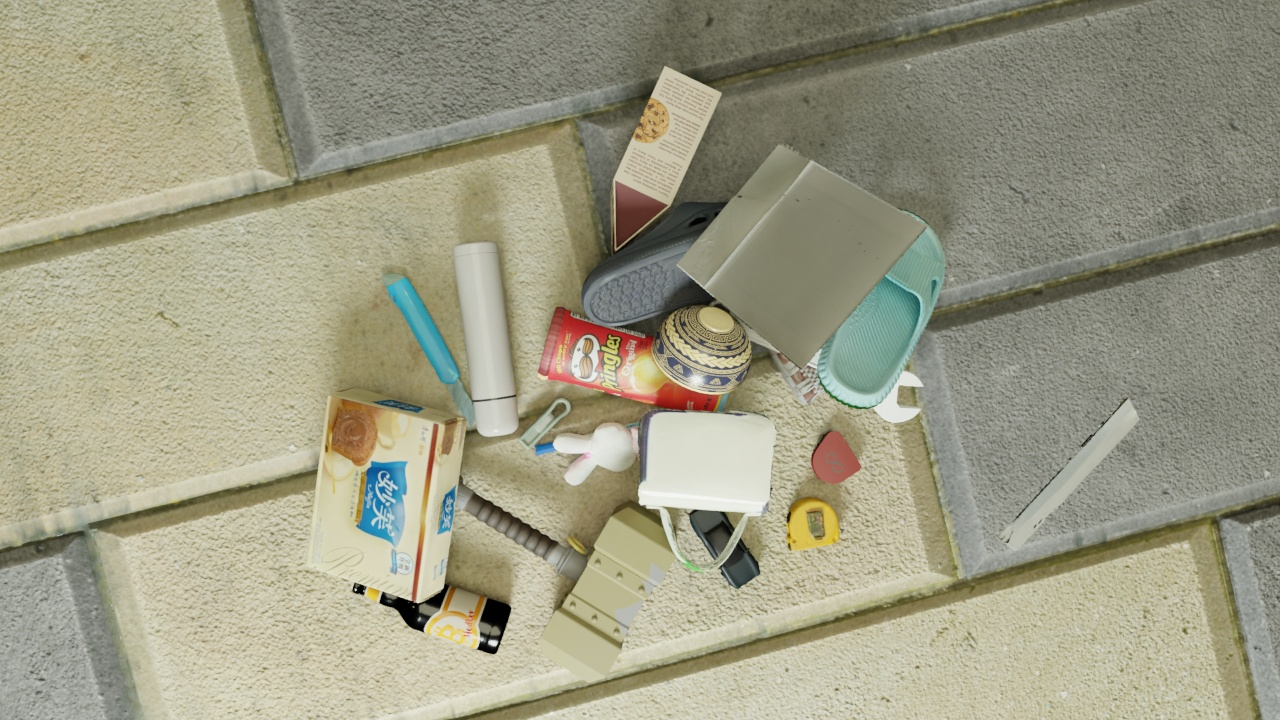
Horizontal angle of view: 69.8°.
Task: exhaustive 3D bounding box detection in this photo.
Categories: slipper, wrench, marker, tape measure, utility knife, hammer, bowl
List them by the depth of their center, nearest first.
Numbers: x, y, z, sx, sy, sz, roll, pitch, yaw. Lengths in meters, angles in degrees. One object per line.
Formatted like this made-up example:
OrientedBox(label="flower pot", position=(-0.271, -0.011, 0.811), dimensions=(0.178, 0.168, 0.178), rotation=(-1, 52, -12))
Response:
OrientedBox(label="bowl", position=(0.074, -0.024, 1.016), dimensions=(0.112, 0.112, 0.061), rotation=(17, 129, -4))
OrientedBox(label="slipper", position=(0.054, -0.121, 1.040), dimensions=(0.268, 0.111, 0.083), rotation=(-20, 50, -6))
OrientedBox(label="slipper", position=(0.283, -0.069, 1.048), dimensions=(0.116, 0.070, 0.275), rotation=(28, 66, 0))
OrientedBox(label="hammer", position=(-0.137, 0.202, 1.064), dimensions=(0.325, 0.100, 0.190), rotation=(30, 89, 4))
OrientedBox(label="wrench", position=(0.203, -0.005, 1.070), dimensions=(0.273, 0.018, 0.066), rotation=(25, 98, 2))
OrientedBox(label="utility knife", position=(-0.245, -0.014, 1.083), dimensions=(0.031, 0.015, 0.207), rotation=(-28, 89, -2))
OrientedBox(label="marker", position=(-0.057, 0.091, 1.101), dimensions=(0.142, 0.013, 0.013), rotation=(-14, 92, -4))
OrientedBox(label="tape measure", position=(0.209, 0.196, 1.111), dimensions=(0.068, 0.030, 0.059), rotation=(-8, 94, -4))
OrientedBox(label="tape measure", position=(0.232, 0.119, 1.116), dimensions=(0.051, 0.019, 0.059), rotation=(-32, 86, 0))

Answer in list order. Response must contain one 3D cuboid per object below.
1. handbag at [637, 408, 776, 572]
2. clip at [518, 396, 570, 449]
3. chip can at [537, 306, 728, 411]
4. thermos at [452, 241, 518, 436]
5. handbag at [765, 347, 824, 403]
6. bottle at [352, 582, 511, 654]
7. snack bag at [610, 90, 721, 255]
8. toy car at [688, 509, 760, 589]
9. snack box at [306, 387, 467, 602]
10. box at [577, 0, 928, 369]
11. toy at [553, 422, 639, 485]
OrientedBox(label="handbag", position=(0.071, 0.144, 1.015), dimensions=(0.151, 0.074, 0.176), rotation=(2, 81, 6))
OrientedBox(label="clip", position=(-0.113, 0.073, 1.088), dimensions=(0.076, 0.043, 0.023), rotation=(-45, 95, -2))
OrientedBox(label="chip can", position=(-0.006, 0.006, 1.065), dimensions=(0.213, 0.087, 0.087), rotation=(15, 90, -5))
OrientedBox(label="thermos", position=(-0.179, -0.024, 1.069), dimensions=(0.052, 0.052, 0.224), rotation=(-7, 92, -4))
OrientedBox(label="handbag", position=(0.198, -0.054, 1.096), dimensions=(0.124, 0.047, 0.186), rotation=(-32, 93, -1))
OrientedBox(label="bottle", position=(-0.245, 0.287, 1.069), dimensions=(0.181, 0.059, 0.059), rotation=(19, 90, -4))
OrientedBox(label="snack bag", position=(0.012, -0.216, 1.055), dimensions=(0.070, 0.094, 0.206), rotation=(24, 90, -4))
OrientedBox(label="toy car", position=(0.101, 0.221, 1.102), dimensions=(0.046, 0.034, 0.112), rotation=(-33, 93, -2))
OrientedBox(label="snack box", position=(-0.286, 0.148, 1.030), dimensions=(0.153, 0.055, 0.207), rotation=(12, 98, 19))
OrientedBox(label="box", position=(0.110, -0.124, 0.794), dimensions=(0.234, 0.528, 0.167), rotation=(40, 96, -1))
OrientedBox(label="toy", position=(-0.035, 0.104, 1.080), dimensions=(0.125, 0.037, 0.076), rotation=(-14, 124, 5))
